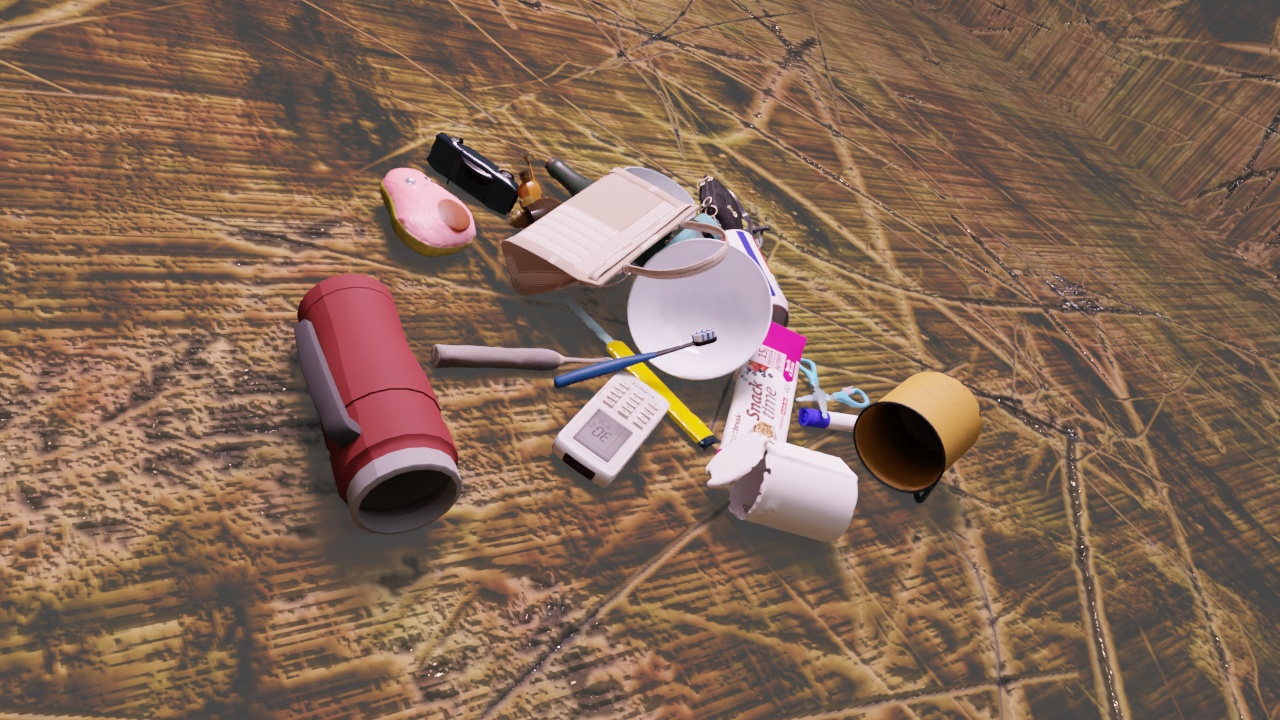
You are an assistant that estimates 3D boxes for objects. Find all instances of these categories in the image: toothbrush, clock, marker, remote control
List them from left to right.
[{"bbox_3d":[-0.100,-0.002,0.838,0.185,0.024,0.022,1,85,-35],"label":"toothbrush"},{"bbox_3d":[-0.024,0.058,0.817,0.060,0.026,0.138,35,36,6],"label":"remote control"},{"bbox_3d":[-0.003,-0.002,0.863,0.167,0.014,0.014,-16,20,-18],"label":"toothbrush"},{"bbox_3d":[0.051,-0.115,1.020,0.053,0.090,0.124,47,53,3],"label":"clock"},{"bbox_3d":[0.233,0.068,0.992,0.141,0.020,0.020,9,41,-27],"label":"marker"}]

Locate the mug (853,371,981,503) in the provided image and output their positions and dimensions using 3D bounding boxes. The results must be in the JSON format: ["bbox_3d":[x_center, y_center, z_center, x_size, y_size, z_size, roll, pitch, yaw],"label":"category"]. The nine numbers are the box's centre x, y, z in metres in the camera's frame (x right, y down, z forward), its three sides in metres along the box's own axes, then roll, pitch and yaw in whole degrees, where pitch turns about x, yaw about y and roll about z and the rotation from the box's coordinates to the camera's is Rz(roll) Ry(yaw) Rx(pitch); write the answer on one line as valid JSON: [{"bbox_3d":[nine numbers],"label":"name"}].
[{"bbox_3d":[0.291,0.082,0.950,0.101,0.124,0.093,2,23,46],"label":"mug"}]

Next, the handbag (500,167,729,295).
[{"bbox_3d":[-0.003,-0.118,0.899,0.198,0.062,0.175,15,42,36],"label":"handbag"}]

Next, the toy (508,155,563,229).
[{"bbox_3d":[-0.112,-0.165,0.970,0.062,0.100,0.076,-15,6,-2],"label":"toy"}]

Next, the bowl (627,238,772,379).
[{"bbox_3d":[0.063,-0.045,0.940,0.144,0.144,0.074,42,-2,15],"label":"bowl"}]

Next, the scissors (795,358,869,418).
[{"bbox_3d":[0.193,0.026,1.002,0.111,0.015,0.140,44,24,30],"label":"scissors"}]

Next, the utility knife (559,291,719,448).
[{"bbox_3d":[-0.005,0.005,0.900,0.223,0.019,0.030,48,28,17],"label":"utility knife"}]

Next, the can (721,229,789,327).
[{"bbox_3d":[0.118,-0.086,1.050,0.070,0.070,0.132,9,42,-28],"label":"can"}]

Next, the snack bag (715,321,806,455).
[{"bbox_3d":[0.125,0.034,0.927,0.070,0.016,0.196,24,51,-7],"label":"snack bag"}]

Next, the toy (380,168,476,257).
[{"bbox_3d":[-0.215,-0.147,0.903,0.110,0.051,0.089,45,37,19],"label":"toy"}]

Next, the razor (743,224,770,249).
[{"bbox_3d":[0.140,-0.126,1.158,0.043,0.022,0.144,-8,37,20],"label":"razor"}]

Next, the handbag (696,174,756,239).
[{"bbox_3d":[0.101,-0.184,1.139,0.079,0.054,0.128,56,19,-28],"label":"handbag"}]

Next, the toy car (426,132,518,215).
[{"bbox_3d":[-0.182,-0.203,0.998,0.112,0.046,0.034,35,31,2],"label":"toy car"}]

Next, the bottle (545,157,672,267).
[{"bbox_3d":[-0.044,-0.179,1.061,0.174,0.055,0.055,41,37,15],"label":"bottle"}]

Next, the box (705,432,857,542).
[{"bbox_3d":[0.122,0.106,0.815,0.143,0.089,0.080,15,20,-17],"label":"box"}]

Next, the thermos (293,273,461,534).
[{"bbox_3d":[-0.203,0.022,0.673,0.108,0.084,0.198,43,13,-52],"label":"thermos"}]

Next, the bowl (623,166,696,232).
[{"bbox_3d":[0.013,-0.190,1.125,0.106,0.039,0.106,19,38,-16],"label":"bowl"}]
